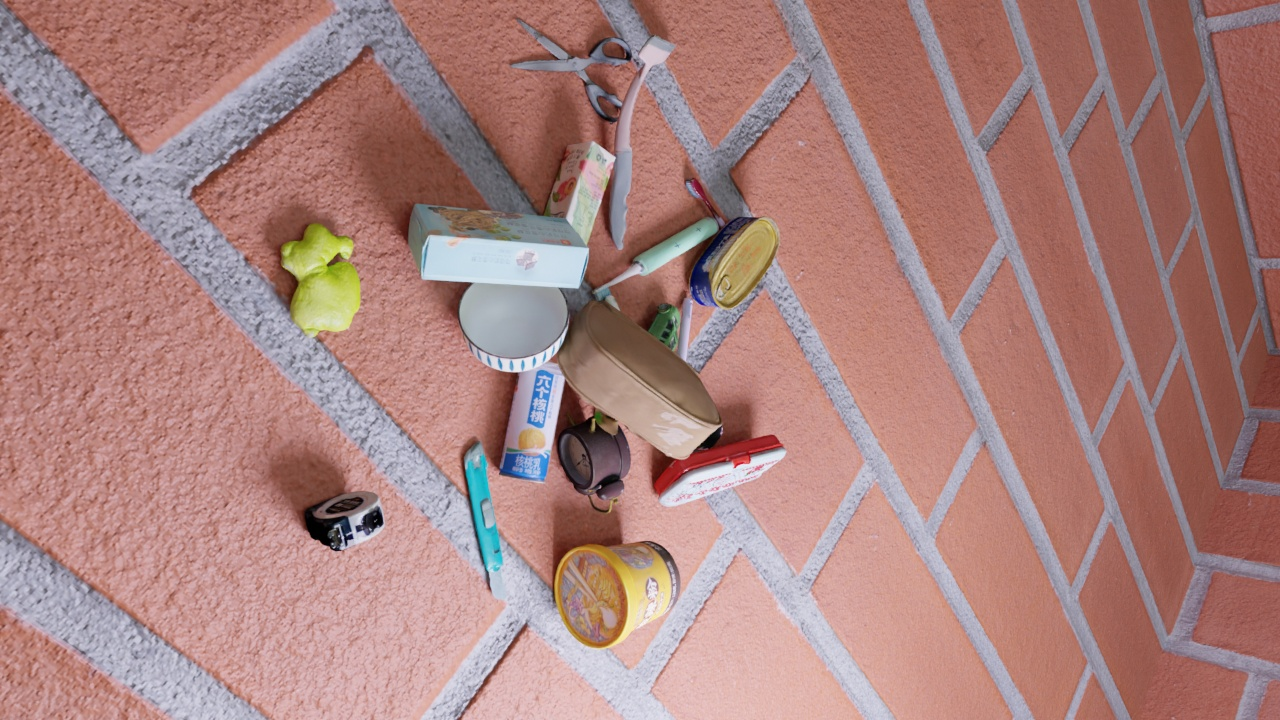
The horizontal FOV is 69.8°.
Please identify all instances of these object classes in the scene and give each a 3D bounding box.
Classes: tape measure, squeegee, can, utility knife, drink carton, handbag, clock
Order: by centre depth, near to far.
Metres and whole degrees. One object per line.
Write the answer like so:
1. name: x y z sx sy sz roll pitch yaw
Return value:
1. tape measure: -0.281 0.153 0.885 0.065 0.066 0.033 -20 110 -37
2. utility knife: -0.170 0.181 1.021 0.029 0.013 0.187 -18 105 -39
3. can: -0.121 0.067 1.030 0.053 0.053 0.134 15 83 -41
4. handbag: -0.008 0.024 1.045 0.204 0.147 0.100 38 112 -22
5. drink carton: -0.073 -0.185 1.055 0.045 0.054 0.122 24 78 -40
6. clock: -0.053 0.120 1.076 0.055 0.082 0.122 -18 103 -35
7. squeegee: -0.013 -0.255 1.086 0.247 0.040 0.250 -68 170 -73
8. can: 0.125 -0.132 1.219 0.148 0.049 0.074 -52 126 -21

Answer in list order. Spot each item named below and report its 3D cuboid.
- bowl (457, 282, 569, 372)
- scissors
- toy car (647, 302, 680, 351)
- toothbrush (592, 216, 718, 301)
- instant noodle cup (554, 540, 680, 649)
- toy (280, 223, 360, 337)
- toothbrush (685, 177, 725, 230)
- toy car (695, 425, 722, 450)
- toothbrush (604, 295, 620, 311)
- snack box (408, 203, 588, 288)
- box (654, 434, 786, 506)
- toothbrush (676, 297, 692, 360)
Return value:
1. bowl: -0.136 -0.035 0.987 0.116 0.116 0.066 -50 165 -28
2. scissors: -0.073 -0.343 1.074 0.177 0.014 0.159 -42 116 -29
3. toy car: 0.028 -0.030 1.155 0.043 0.036 0.091 69 37 -51
4. toothbrush: 0.020 -0.131 1.159 0.223 0.027 0.027 -34 103 -35
5. instant noodle cup: -0.022 0.271 1.096 0.114 0.119 0.118 -2 94 -50
6. toy: -0.301 -0.075 0.875 0.096 0.031 0.100 -49 122 -30
7. toothbrush: 0.111 -0.176 1.247 0.187 0.017 0.016 51 58 -34
8. toy car: 0.062 0.063 1.200 0.056 0.037 0.122 -42 111 -30
9. toothbrush: -0.007 0.007 1.124 0.029 0.020 0.189 -62 135 -61
10. snack box: -0.146 -0.117 0.947 0.174 0.074 0.052 1 122 -27
11. box: 0.110 0.150 1.228 0.200 0.087 0.047 -9 58 -41
12. toothbrush: 0.049 0.001 1.171 0.029 0.021 0.188 46 47 -50
